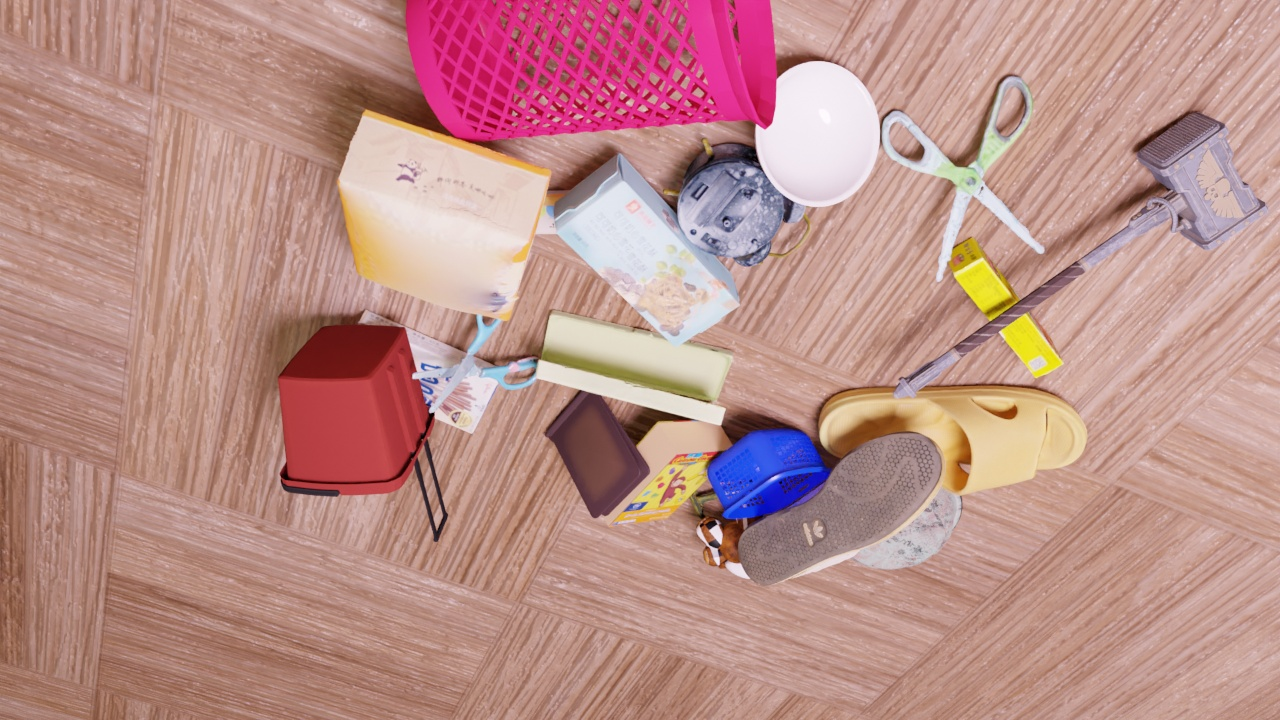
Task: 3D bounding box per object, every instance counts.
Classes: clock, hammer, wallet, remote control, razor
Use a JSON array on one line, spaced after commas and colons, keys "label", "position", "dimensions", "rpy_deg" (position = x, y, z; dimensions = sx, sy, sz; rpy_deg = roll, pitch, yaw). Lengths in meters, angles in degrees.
[{"label": "clock", "position": [0.088, -0.129, 0.781], "dimensions": [0.129, 0.052, 0.090], "rpy_deg": [31, 124, -16]}, {"label": "hammer", "position": [0.350, -0.064, 0.775], "dimensions": [0.323, 0.044, 0.098], "rpy_deg": [-38, 116, 16]}, {"label": "wallet", "position": [-0.047, 0.093, 0.940], "dimensions": [0.018, 0.115, 0.092], "rpy_deg": [-4, 144, -48]}, {"label": "remote control", "position": [-0.089, -0.132, 0.818], "dimensions": [0.126, 0.018, 0.038], "rpy_deg": [0, 127, 7]}, {"label": "razor", "position": [0.106, 0.142, 1.006], "dimensions": [0.106, 0.026, 0.042], "rpy_deg": [-17, 122, 12]}]

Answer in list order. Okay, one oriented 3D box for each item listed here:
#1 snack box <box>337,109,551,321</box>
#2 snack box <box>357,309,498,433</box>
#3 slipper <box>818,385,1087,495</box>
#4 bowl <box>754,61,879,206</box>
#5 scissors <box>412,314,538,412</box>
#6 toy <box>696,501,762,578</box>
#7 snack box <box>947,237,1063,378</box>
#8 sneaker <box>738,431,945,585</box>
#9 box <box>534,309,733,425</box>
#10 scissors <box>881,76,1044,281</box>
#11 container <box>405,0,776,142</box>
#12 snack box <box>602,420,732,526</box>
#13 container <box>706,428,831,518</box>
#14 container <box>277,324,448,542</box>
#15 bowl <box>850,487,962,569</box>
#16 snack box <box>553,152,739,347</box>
[{"label": "snack box", "position": [-0.160, -0.101, 0.749], "dimensions": [0.145, 0.080, 0.196], "rpy_deg": [17, 162, -8]}, {"label": "snack box", "position": [-0.224, 0.013, 0.934], "dimensions": [0.150, 0.026, 0.082], "rpy_deg": [24, 125, -13]}, {"label": "slipper", "position": [0.310, 0.080, 0.905], "dimensions": [0.263, 0.078, 0.100], "rpy_deg": [3, 127, 5]}, {"label": "bowl", "position": [0.132, -0.178, 0.732], "dimensions": [0.109, 0.040, 0.110], "rpy_deg": [-3, 99, -20]}, {"label": "scissors", "position": [-0.155, -0.008, 0.887], "dimensions": [0.136, 0.015, 0.126], "rpy_deg": [-9, 116, -37]}, {"label": "toy", "position": [0.115, 0.208, 1.026], "dimensions": [0.087, 0.067, 0.112], "rpy_deg": [-23, 152, 8]}, {"label": "snack box", "position": [0.330, -0.046, 0.829], "dimensions": [0.029, 0.040, 0.148], "rpy_deg": [-34, 117, 26]}, {"label": "sneaker", "position": [0.213, 0.156, 0.919], "dimensions": [0.102, 0.088, 0.242], "rpy_deg": [11, 139, -46]}, {"label": "box", "position": [-0.008, 0.017, 0.903], "dimensions": [0.188, 0.089, 0.078], "rpy_deg": [12, 158, -5]}, {"label": "scissors", "position": [0.263, -0.148, 0.751], "dimensions": [0.168, 0.023, 0.171], "rpy_deg": [15, 107, 0]}, {"label": "container", "position": [-0.034, -0.236, 0.647], "dimensions": [0.226, 0.182, 0.183], "rpy_deg": [-6, 127, 19]}, {"label": "snack box", "position": [0.023, 0.117, 0.953], "dimensions": [0.088, 0.040, 0.126], "rpy_deg": [1, 139, -44]}, {"label": "container", "position": [0.128, 0.112, 0.931], "dimensions": [0.096, 0.058, 0.114], "rpy_deg": [-42, 152, 30]}, {"label": "container", "position": [-0.263, 0.080, 0.879], "dimensions": [0.127, 0.147, 0.201], "rpy_deg": [0, 117, 4]}, {"label": "bowl", "position": [0.275, 0.178, 1.006], "dimensions": [0.157, 0.038, 0.158], "rpy_deg": [3, 127, 3]}, {"label": "snack box", "position": [0.008, -0.092, 0.800], "dimensions": [0.075, 0.053, 0.174], "rpy_deg": [-34, 127, 20]}]
